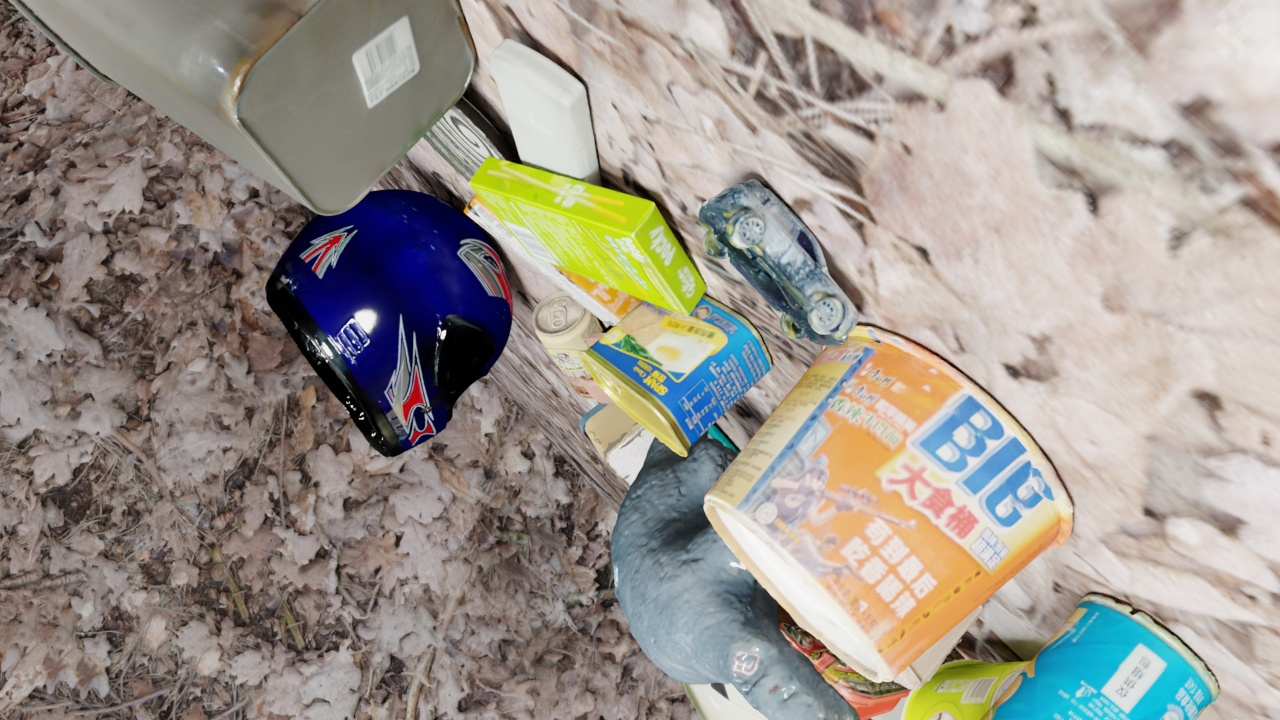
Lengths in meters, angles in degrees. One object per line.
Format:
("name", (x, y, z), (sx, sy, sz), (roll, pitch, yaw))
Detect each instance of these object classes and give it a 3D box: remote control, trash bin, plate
("remote control", (-0.052, -0.135, 0.562), (0.058, 0.021, 0.150), (35, 167, 12))
("trash bin", (-0.239, -0.228, 0.564), (0.220, 0.198, 0.199), (37, 168, 15))
("plate", (-0.136, -0.175, 0.719), (0.179, 0.024, 0.179), (40, 171, 8))

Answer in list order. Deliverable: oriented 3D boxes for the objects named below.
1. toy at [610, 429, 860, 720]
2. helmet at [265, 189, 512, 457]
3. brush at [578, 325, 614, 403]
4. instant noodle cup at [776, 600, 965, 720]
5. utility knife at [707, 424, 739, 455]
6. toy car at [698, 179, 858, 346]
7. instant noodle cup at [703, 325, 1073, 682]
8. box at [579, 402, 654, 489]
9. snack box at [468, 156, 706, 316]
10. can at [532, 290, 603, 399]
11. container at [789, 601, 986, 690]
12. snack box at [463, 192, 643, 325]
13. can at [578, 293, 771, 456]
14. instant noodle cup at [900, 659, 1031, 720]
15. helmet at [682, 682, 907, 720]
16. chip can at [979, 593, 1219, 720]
("toy", (0.041, 0.133, 0.613), (0.091, 0.138, 0.356), (33, -164, -25))
("helmet", (-0.268, -0.052, 1.067), (0.247, 0.240, 0.316), (42, 157, 28))
("brush", (-0.004, 0.004, 0.739), (0.063, 0.073, 0.146), (51, 167, -13))
("instant noodle cup", (0.144, 0.221, 0.736), (0.164, 0.079, 0.189), (6, -159, -39))
("utility knife", (0.051, 0.050, 0.837), (0.182, 0.013, 0.029), (49, 169, -3))
("toy car", (0.064, -0.043, 0.420), (0.090, 0.034, 0.043), (47, 166, -6))
("instant noodle cup", (0.111, 0.074, 0.449), (0.151, 0.111, 0.151), (45, 169, 11))
("box", (0.018, 0.090, 0.866), (0.184, 0.090, 0.061), (56, 178, -42))
("snack box", (-0.036, -0.082, 0.593), (0.156, 0.026, 0.086), (24, 163, 39))
("can", (-0.061, -0.014, 0.918), (0.058, 0.058, 0.116), (39, 165, 38))
("container", (0.153, 0.146, 0.607), (0.090, 0.089, 0.111), (53, 164, -25))
("snack box", (-0.068, -0.081, 0.720), (0.153, 0.026, 0.075), (38, 173, -15))
("can", (0.023, 0.001, 0.597), (0.102, 0.083, 0.057), (36, 164, 46))
("instant noodle cup", (0.238, 0.239, 0.581), (0.111, 0.111, 0.124), (44, 161, 16))
("helmet", (0.141, 0.311, 0.896), (0.274, 0.156, 0.230), (29, 143, 35))
("chip can", (0.171, 0.208, 0.426), (0.071, 0.210, 0.071), (45, 169, 12))
